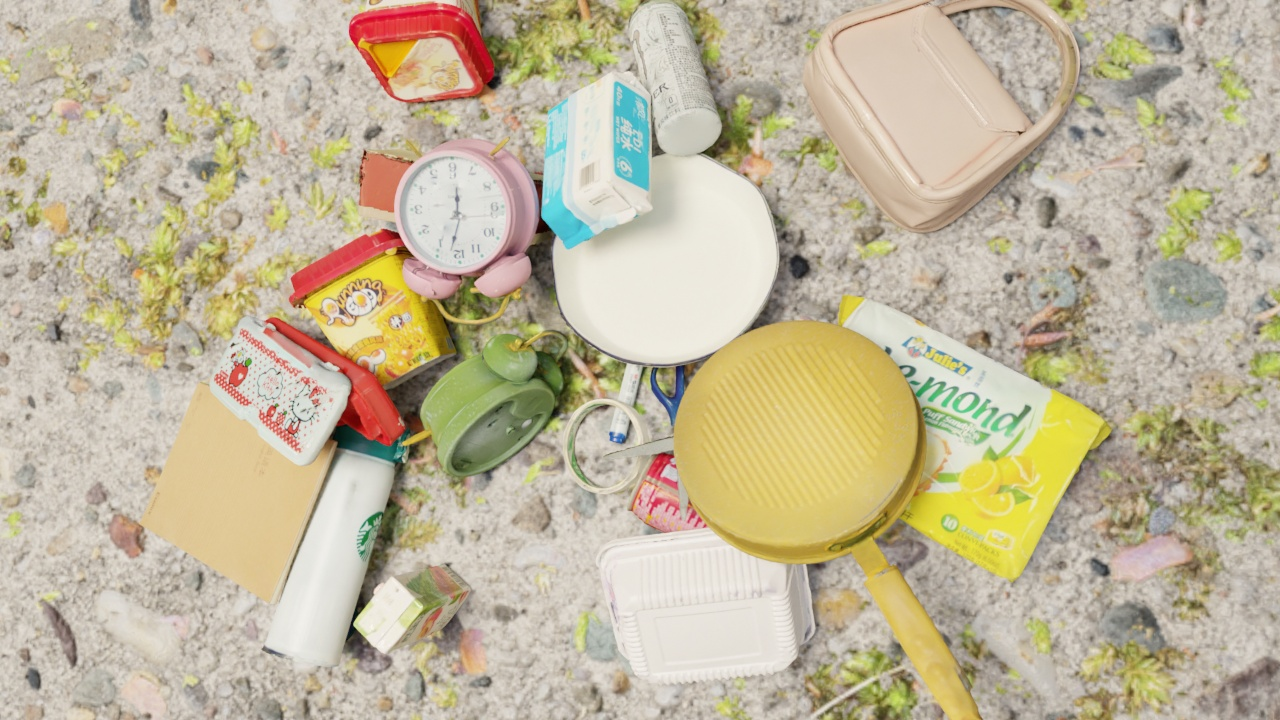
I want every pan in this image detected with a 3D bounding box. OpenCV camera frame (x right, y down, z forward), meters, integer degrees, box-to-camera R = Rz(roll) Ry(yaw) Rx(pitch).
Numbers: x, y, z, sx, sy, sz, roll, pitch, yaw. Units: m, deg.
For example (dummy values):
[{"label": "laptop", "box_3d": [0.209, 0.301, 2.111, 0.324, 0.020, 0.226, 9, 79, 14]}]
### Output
[{"label": "pan", "box_3d": [0.159, 0.126, 0.695, 0.198, 0.078, 0.357, -31, 57, 4]}]

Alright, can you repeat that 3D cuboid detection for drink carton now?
[{"label": "drink carton", "box_3d": [-0.196, 0.211, 0.795, 0.045, 0.122, 0.053, 40, 90, 12]}]

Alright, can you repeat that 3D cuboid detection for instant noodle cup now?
[{"label": "instant noodle cup", "box_3d": [-0.238, -0.042, 0.843, 0.116, 0.116, 0.123, -28, 92, 3]}, {"label": "instant noodle cup", "box_3d": [-0.204, -0.328, 0.873, 0.117, 0.116, 0.124, -4, 70, 7]}, {"label": "instant noodle cup", "box_3d": [0.055, 0.210, 0.760, 0.173, 0.060, 0.138, -8, 117, 8]}]

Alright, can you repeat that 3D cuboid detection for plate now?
[{"label": "plate", "box_3d": [0.023, -0.088, 0.824, 0.205, 0.045, 0.204, -3, 72, 11]}]

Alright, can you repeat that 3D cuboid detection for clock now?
[{"label": "clock", "box_3d": [-0.125, 0.033, 0.812, 0.161, 0.116, 0.056, -43, 69, 4]}, {"label": "clock", "box_3d": [-0.148, -0.108, 0.776, 0.117, 0.059, 0.158, 0, 105, 10]}]

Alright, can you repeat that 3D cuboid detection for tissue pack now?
[{"label": "tissue pack", "box_3d": [-0.035, -0.173, 0.793, 0.090, 0.063, 0.140, -17, 65, 42]}]

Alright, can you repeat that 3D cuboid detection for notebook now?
[{"label": "notebook", "box_3d": [-0.376, 0.115, 0.850, 0.212, 0.012, 0.149, 16, 84, 32]}]

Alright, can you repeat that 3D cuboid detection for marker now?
[{"label": "marker", "box_3d": [-0.005, 0.005, 0.847, 0.017, 0.017, 0.145, 13, 85, 9]}]

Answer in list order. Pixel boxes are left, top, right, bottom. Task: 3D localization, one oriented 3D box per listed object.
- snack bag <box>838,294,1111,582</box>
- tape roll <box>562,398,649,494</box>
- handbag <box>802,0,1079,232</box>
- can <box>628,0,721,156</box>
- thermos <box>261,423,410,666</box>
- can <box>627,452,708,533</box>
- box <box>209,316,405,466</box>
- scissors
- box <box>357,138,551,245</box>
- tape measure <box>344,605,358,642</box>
[{"label": "snack bag", "box_3d": [0.246, 0.065, 0.778, 0.246, 0.068, 0.158, 29, 88, 11]}, {"label": "tape roll", "box_3d": [-0.032, 0.077, 0.828, 0.086, 0.013, 0.085, -3, 84, 30]}, {"label": "handbag", "box_3d": [0.282, -0.244, 0.812, 0.234, 0.093, 0.193, -32, 80, -5]}, {"label": "can", "box_3d": [0.029, -0.257, 0.832, 0.058, 0.058, 0.146, -16, 63, 6]}, {"label": "thermos", "box_3d": [-0.269, 0.155, 0.828, 0.073, 0.073, 0.224, 11, 75, 9]}, {"label": "can", "box_3d": [0.042, 0.125, 0.800, 0.094, 0.066, 0.066, 25, 87, 10]}, {"label": "box", "box_3d": [-0.305, 0.030, 0.796, 0.202, 0.095, 0.098, 23, 54, 42]}, {"label": "scissors", "box_3d": [0.046, 0.065, 0.797, 0.162, 0.012, 0.173, 10, 49, -14]}, {"label": "box", "box_3d": [-0.166, -0.160, 0.846, 0.168, 0.091, 0.077, 12, 104, 9]}, {"label": "tape measure", "box_3d": [-0.292, 0.241, 0.854, 0.054, 0.025, 0.058, 41, 80, 9]}]
